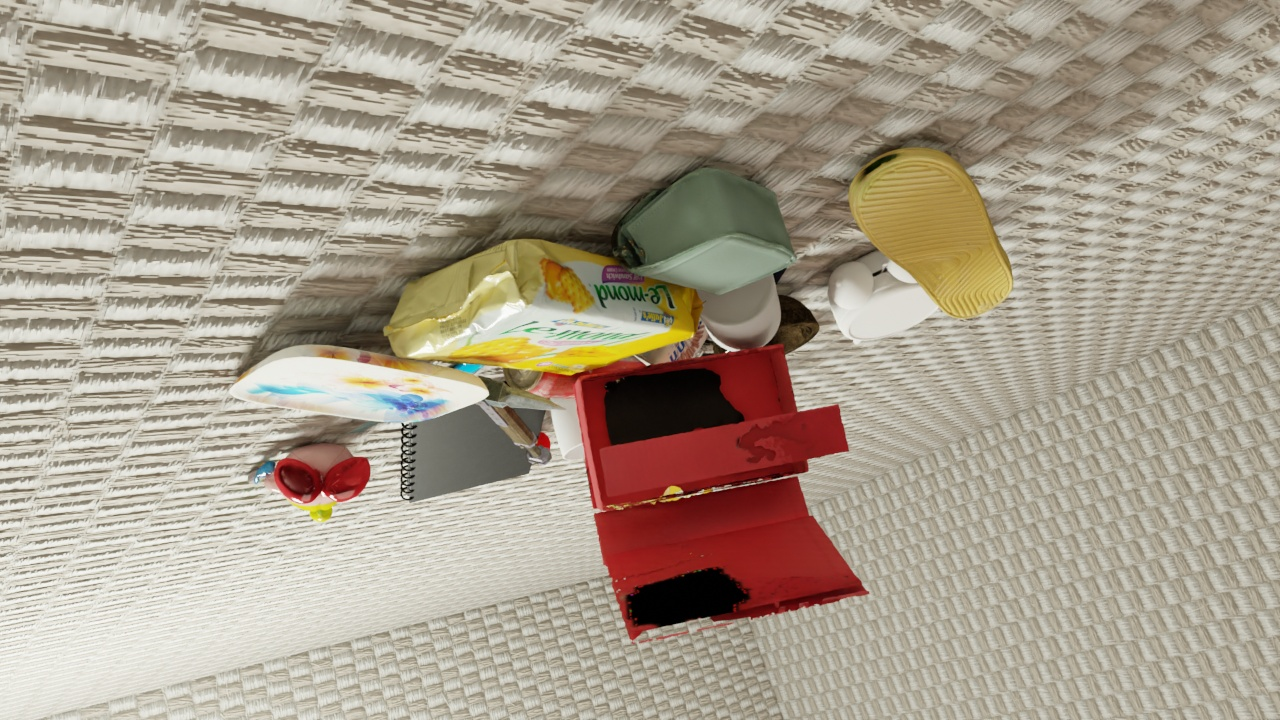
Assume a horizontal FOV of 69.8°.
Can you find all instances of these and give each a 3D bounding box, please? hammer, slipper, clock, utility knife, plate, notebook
[{"bbox_3d":[-0.133,0.074,0.998,0.147,0.028,0.317,11,164,8],"label":"hammer"},{"bbox_3d":[0.277,-0.129,0.867,0.100,0.078,0.263,-29,139,24],"label":"slipper"},{"bbox_3d":[0.277,-0.084,1.047,0.125,0.072,0.161,-23,155,13],"label":"clock"},{"bbox_3d":[-0.224,0.033,0.947,0.210,0.015,0.031,-29,156,20],"label":"utility knife"},{"bbox_3d":[-0.243,0.021,0.794,0.186,0.016,0.187,13,159,-37],"label":"plate"},{"bbox_3d":[-0.201,0.097,1.094,0.169,0.019,0.232,-12,150,-22],"label":"notebook"}]

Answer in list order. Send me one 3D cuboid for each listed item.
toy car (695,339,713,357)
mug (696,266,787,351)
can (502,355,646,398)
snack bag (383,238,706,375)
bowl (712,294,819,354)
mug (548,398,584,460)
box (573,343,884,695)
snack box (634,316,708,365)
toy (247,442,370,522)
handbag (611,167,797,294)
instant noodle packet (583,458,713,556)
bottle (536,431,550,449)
[{"bbox_3d":[0.049,0.009,1.114,0.048,0.040,0.113,0,155,-43],"label":"toy car"},{"bbox_3d":[0.106,-0.070,0.899,0.112,0.078,0.097,-48,161,-2],"label":"mug"},{"bbox_3d":[-0.062,0.007,0.949,0.067,0.067,0.169,-31,159,34],"label":"can"},{"bbox_3d":[-0.073,-0.041,0.764,0.160,0.068,0.246,-19,165,35],"label":"snack bag"},{"bbox_3d":[0.133,-0.040,1.029,0.121,0.056,0.121,-17,162,-6],"label":"bowl"},{"bbox_3d":[-0.059,0.055,1.060,0.080,0.087,0.114,-11,161,-24],"label":"mug"},{"bbox_3d":[0.066,0.140,0.850,0.211,0.315,0.124,-9,150,-10],"label":"box"},{"bbox_3d":[0.032,-0.027,0.945,0.082,0.026,0.150,-59,160,-3],"label":"snack box"},{"bbox_3d":[-0.365,0.140,1.014,0.124,0.097,0.132,-7,-179,-24],"label":"toy"},{"bbox_3d":[0.053,-0.101,0.743,0.106,0.067,0.121,-26,161,35],"label":"handbag"},{"bbox_3d":[0.021,0.188,1.327,0.163,0.221,0.084,-21,159,1],"label":"instant noodle packet"},{"bbox_3d":[-0.172,0.113,1.207,0.036,0.036,0.118,-32,158,36],"label":"bottle"}]
